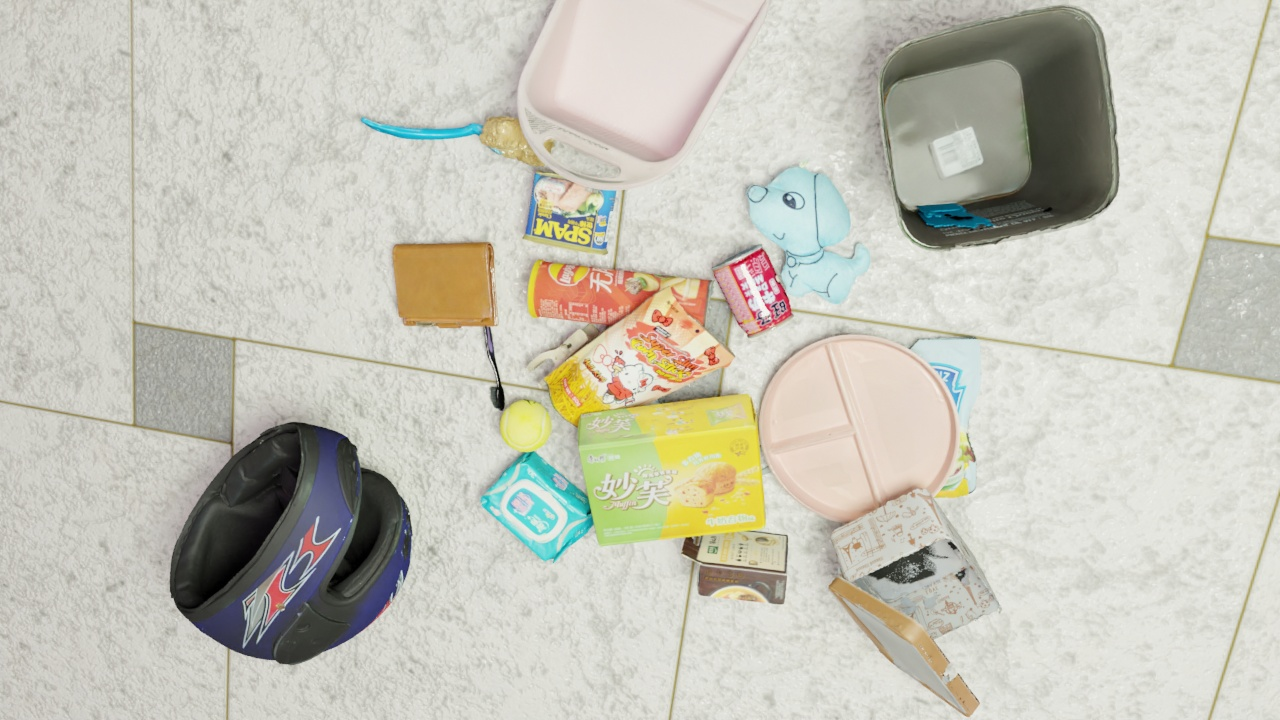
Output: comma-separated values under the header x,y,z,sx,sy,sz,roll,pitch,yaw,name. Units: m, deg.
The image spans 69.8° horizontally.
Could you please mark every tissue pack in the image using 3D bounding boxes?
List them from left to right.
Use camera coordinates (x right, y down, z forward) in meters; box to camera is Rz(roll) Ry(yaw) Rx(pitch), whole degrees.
x,y,z,sx,sy,sz,roll,pitch,yaw,name
-0.129,0.189,1.180,0.133,0.050,0.093,40,105,-1,tissue pack

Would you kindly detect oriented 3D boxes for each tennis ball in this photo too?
x,y,z,sx,sy,sz,roll,pitch,yaw,name
-0.144,0.082,1.150,0.065,0.065,0.065,2,103,9,tennis ball

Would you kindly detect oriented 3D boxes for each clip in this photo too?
x,y,z,sx,sy,sz,roll,pitch,yaw,name
-0.097,-0.009,1.136,0.100,0.071,0.034,-41,88,21,clip

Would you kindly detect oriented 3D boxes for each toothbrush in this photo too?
x,y,z,sx,sy,sz,roll,pitch,yaw,name
-0.194,-0.027,1.162,0.017,0.014,0.189,-1,102,35,toothbrush

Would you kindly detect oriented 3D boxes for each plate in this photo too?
x,y,z,sx,sy,sz,roll,pitch,yaw,name
0.255,0.081,1.079,0.230,0.028,0.229,4,102,19,plate

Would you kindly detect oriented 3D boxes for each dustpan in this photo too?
x,y,z,sx,sy,sz,roll,pitch,yaw,name
-0.007,-0.324,0.999,0.222,0.138,0.274,23,106,5,dustpan

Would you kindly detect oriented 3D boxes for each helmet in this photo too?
x,y,z,sx,sy,sz,roll,pitch,yaw,name
-0.402,0.228,1.134,0.316,0.247,0.240,-40,136,22,helmet

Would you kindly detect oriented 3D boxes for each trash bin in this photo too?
x,y,z,sx,sy,sz,roll,pitch,yaw,name
0.336,-0.224,0.922,0.199,0.219,0.199,-10,100,11,trash bin

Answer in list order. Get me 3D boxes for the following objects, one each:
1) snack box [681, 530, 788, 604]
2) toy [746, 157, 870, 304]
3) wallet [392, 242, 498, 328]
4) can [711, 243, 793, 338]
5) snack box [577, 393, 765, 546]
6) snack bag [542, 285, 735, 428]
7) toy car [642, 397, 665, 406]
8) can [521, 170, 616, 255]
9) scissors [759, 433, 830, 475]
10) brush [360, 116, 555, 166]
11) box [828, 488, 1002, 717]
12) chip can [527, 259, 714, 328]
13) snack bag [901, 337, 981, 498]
x,y,z,sx,sy,sz,roll,pitch,yaw,name
0.116,0.243,1.118,0.126,0.113,0.053,4,104,9,snack box
0.193,-0.149,1.049,0.161,0.050,0.156,9,97,-9,toy
-0.242,-0.092,1.140,0.132,0.031,0.108,1,102,18,wallet
0.132,-0.080,1.067,0.067,0.066,0.094,-25,97,14,can
0.039,0.133,1.096,0.210,0.070,0.158,-7,121,4,snack box
-0.006,0.006,1.083,0.208,0.073,0.128,-30,122,28,snack bag
0.037,0.080,1.137,0.090,0.034,0.043,31,109,3,toy car
-0.083,-0.175,1.088,0.102,0.057,0.083,12,102,6,can
0.218,0.102,1.122,0.165,0.012,0.157,22,107,5,scissors
-0.216,-0.267,1.088,0.255,0.083,0.046,9,87,15,brush
0.313,0.282,1.024,0.155,0.187,0.183,-33,125,14,box
-0.023,-0.074,1.092,0.217,0.073,0.073,7,103,8,chip can
0.342,0.067,1.081,0.110,0.038,0.191,1,102,17,snack bag
